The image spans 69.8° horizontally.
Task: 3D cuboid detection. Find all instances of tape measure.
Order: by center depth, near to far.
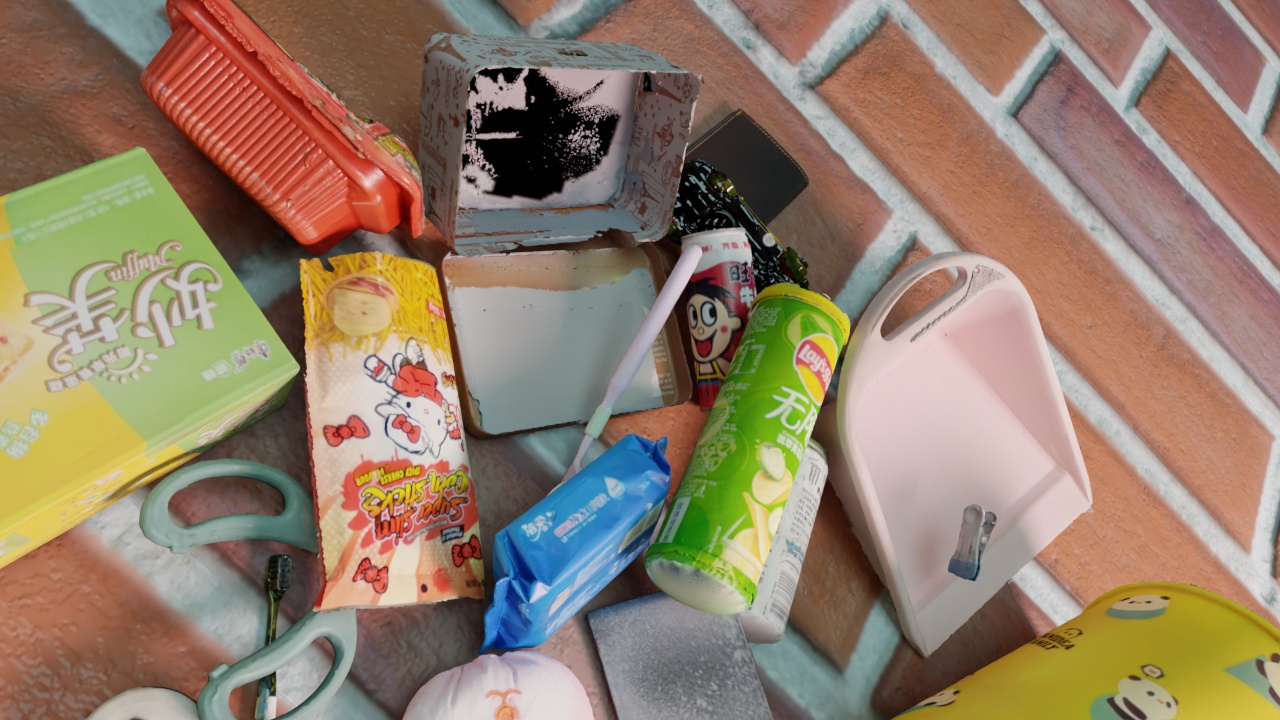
[{"bbox_3d":[-0.249,0.198,0.458,0.066,0.034,0.065,37,56,-12],"label":"tape measure"}]

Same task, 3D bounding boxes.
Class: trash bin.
[{"bbox_3d":[0.303,0.296,0.621,0.254,0.230,0.229,-11,76,-26],"label":"trash bin"}]

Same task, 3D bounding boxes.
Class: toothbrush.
[{"bbox_3d":[-0.201,0.197,0.494,0.012,0.017,0.185,16,62,-41],"label":"toothbrush"},{"bbox_3d":[-0.004,0.004,0.629,0.021,0.029,0.189,27,85,8],"label":"toothbrush"}]

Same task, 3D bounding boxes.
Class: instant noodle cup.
[{"bbox_3d":[-0.216,-0.136,0.547,0.189,0.165,0.079,45,79,-6],"label":"instant noodle cup"}]

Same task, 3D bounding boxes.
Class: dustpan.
[{"bbox_3d":[0.249,0.063,0.701,0.222,0.139,0.273,-37,87,-20],"label":"dustpan"}]

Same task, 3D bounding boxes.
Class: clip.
[{"bbox_3d":[0.253,0.139,0.701,0.029,0.025,0.057,27,82,-34],"label":"clip"}]

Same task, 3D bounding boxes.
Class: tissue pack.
[{"bbox_3d":[-0.042,0.113,0.571,0.052,0.095,0.156,40,53,19],"label":"tissue pack"}]

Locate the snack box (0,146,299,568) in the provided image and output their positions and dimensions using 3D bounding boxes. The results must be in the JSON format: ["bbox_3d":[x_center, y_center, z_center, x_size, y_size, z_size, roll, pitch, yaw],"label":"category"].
[{"bbox_3d":[-0.314,0.001,0.478,0.209,0.070,0.157,-36,90,-34],"label":"snack box"}]

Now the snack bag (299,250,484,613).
[{"bbox_3d":[-0.149,0.043,0.549,0.128,0.073,0.207,17,56,-58],"label":"snack bag"}]

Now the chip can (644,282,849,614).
[{"bbox_3d":[0.072,0.055,0.598,0.072,0.073,0.220,33,62,-14],"label":"chip can"}]

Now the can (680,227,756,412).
[{"bbox_3d":[0.063,-0.030,0.688,0.053,0.053,0.132,-8,91,-31],"label":"can"}]

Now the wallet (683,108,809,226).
[{"bbox_3d":[0.083,-0.157,0.792,0.096,0.020,0.122,46,57,-1],"label":"wallet"}]

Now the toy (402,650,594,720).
[{"bbox_3d":[-0.079,0.250,0.523,0.121,0.054,0.159,1,78,-28],"label":"toy"}]

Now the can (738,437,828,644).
[{"bbox_3d":[0.092,0.125,0.661,0.058,0.058,0.146,32,58,-15],"label":"can"}]

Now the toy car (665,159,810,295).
[{"bbox_3d":[0.071,-0.092,0.734,0.071,0.041,0.156,-42,97,3],"label":"toy car"}]

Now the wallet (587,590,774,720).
[{"bbox_3d":[0.028,0.207,0.589,0.097,0.019,0.120,-18,78,5],"label":"wallet"}]

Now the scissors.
[{"bbox_3d":[-0.189,0.133,0.504,0.172,0.019,0.178,21,54,-39],"label":"scissors"}]

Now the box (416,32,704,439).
[{"bbox_3d":[-0.056,-0.089,0.645,0.178,0.124,0.274,-8,102,-32],"label":"box"}]
